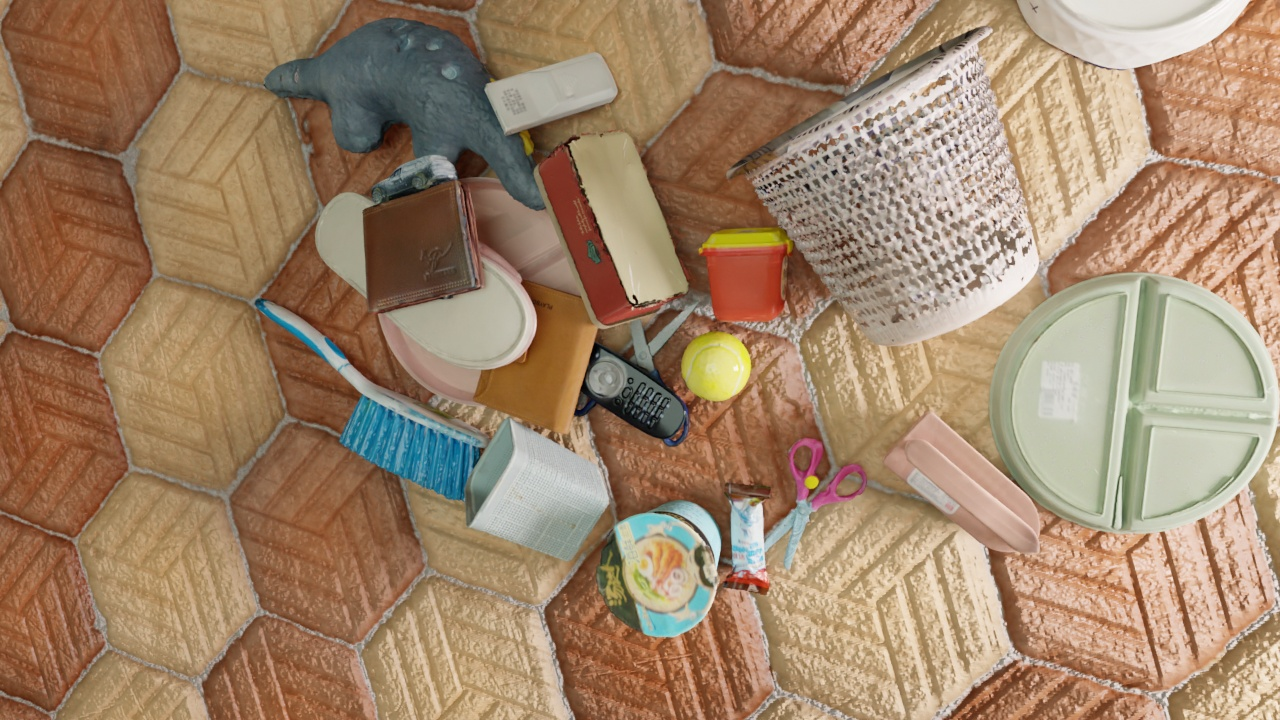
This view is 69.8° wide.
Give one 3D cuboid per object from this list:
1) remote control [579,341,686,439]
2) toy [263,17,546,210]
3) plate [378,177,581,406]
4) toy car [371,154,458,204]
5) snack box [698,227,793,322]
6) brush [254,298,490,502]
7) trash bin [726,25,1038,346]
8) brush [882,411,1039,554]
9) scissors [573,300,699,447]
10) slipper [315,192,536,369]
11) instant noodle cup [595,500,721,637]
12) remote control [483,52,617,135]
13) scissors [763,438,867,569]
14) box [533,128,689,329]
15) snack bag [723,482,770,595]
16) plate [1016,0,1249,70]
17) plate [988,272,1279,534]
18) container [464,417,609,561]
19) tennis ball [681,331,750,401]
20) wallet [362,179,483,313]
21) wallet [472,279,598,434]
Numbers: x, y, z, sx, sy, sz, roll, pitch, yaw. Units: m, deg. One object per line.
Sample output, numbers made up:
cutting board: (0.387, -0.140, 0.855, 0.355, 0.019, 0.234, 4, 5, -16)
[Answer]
remote control: (-0.016, 0.027, 0.888, 0.136, 0.024, 0.053, 33, 102, 9)
toy: (-0.227, -0.260, 0.897, 0.356, 0.091, 0.138, 22, 111, 17)
plate: (-0.160, -0.068, 0.928, 0.230, 0.028, 0.229, 1, 96, 14)
toy car: (-0.215, -0.168, 0.869, 0.091, 0.042, 0.034, -13, 90, 31)
snack box: (0.097, -0.078, 0.832, 0.082, 0.091, 0.080, 1, 102, 15)
brush: (-0.293, 0.039, 0.962, 0.315, 0.060, 0.109, 22, 95, 13)
trash bin: (0.213, -0.128, 0.746, 0.228, 0.227, 0.192, -28, 100, 15)
brush: (0.288, 0.115, 0.808, 0.145, 0.073, 0.063, 42, 102, 6)
scissors: (-0.002, 0.008, 0.903, 0.162, 0.012, 0.176, -23, 87, 14)
slipper: (-0.208, -0.080, 0.895, 0.274, 0.054, 0.114, 30, 99, 21)
instant noodle cup: (0.029, 0.183, 0.855, 0.111, 0.120, 0.111, 1, 95, 16)
remote control: (-0.082, -0.251, 0.858, 0.124, 0.024, 0.049, -25, 89, -23)
scissors: (0.165, 0.144, 0.872, 0.093, 0.017, 0.137, 15, 103, 11)
box: (-0.020, -0.124, 0.842, 0.077, 0.091, 0.168, -25, 86, 49)
snack bag: (0.102, 0.171, 0.883, 0.048, 0.026, 0.104, 3, 96, 20)
plate: (0.411, -0.349, 0.748, 0.205, 0.045, 0.205, 1, 95, 14)
plate: (0.423, 0.039, 0.790, 0.230, 0.027, 0.230, 1, 95, 14)
container: (-0.099, 0.128, 0.884, 0.111, 0.090, 0.090, 29, 103, -21)
tennis ball: (0.070, 0.005, 0.856, 0.065, 0.065, 0.065, 1, 95, 14)
wallet: (-0.205, -0.102, 0.848, 0.125, 0.032, 0.101, -11, 85, 24)
wallet: (-0.099, -0.007, 0.883, 0.108, 0.031, 0.132, 19, 97, 19)
